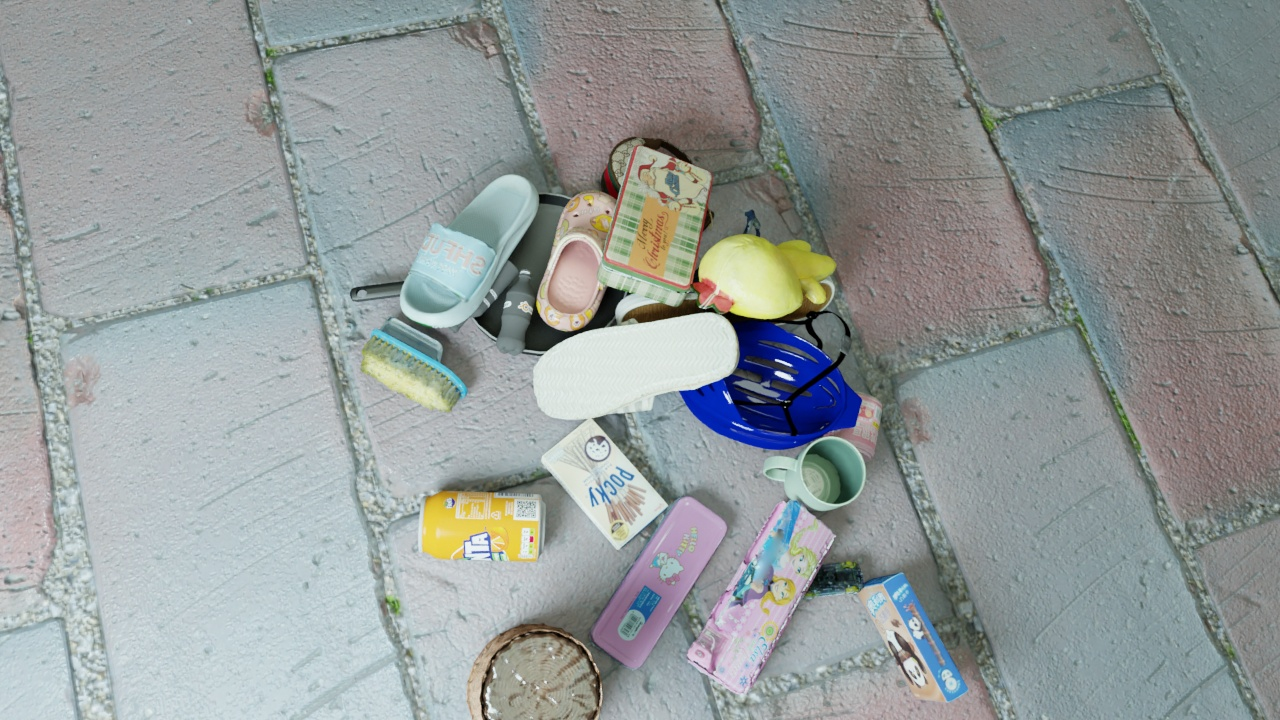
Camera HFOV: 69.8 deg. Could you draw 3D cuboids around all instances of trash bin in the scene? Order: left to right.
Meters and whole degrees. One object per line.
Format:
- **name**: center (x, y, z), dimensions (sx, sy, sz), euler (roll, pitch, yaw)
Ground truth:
- **trash bin**: center (-0.112, 0.355, 0.970), dimensions (0.151, 0.210, 0.151), euler (2, 73, -7)

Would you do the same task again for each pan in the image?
- **pan**: center (-0.192, -0.104, 1.192), dimensions (0.356, 0.034, 0.225), euler (-8, 74, -10)

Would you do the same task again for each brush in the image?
- **brush**: center (-0.273, 0.006, 1.139), dimensions (0.136, 0.056, 0.075), euler (29, 49, 1)

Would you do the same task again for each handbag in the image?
- **handbag**: center (0.030, -0.231, 1.253), dimensions (0.138, 0.063, 0.166), euler (-28, 77, -25)

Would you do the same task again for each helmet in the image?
- **helmet**: center (0.158, 0.011, 1.105), dimensions (0.241, 0.228, 0.147), euler (21, 63, 2)

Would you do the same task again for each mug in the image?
- **mug**: center (0.207, 0.142, 1.135), dimensions (0.111, 0.104, 0.084), euler (14, 72, -4)

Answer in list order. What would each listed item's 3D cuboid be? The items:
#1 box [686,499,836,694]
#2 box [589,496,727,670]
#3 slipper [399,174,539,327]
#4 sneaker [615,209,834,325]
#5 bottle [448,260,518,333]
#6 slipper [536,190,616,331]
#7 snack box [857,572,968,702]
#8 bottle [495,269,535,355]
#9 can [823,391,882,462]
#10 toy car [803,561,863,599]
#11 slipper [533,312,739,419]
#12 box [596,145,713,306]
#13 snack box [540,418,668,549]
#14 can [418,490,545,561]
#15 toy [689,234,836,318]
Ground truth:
- **box**: center (0.145, 0.275, 1.091), dimensions (0.085, 0.077, 0.230), euler (28, 71, 21)
- **box**: center (0.023, 0.265, 1.110), dimensions (0.076, 0.036, 0.213), euler (36, 72, 0)
- **slipper**: center (-0.215, -0.146, 1.132), dimensions (0.104, 0.074, 0.244), euler (21, 64, 26)
- **sneaker**: center (0.100, -0.106, 1.210), dimensions (0.294, 0.121, 0.127), euler (-12, 52, -14)
- **bottle**: center (-0.200, -0.079, 1.149), dimensions (0.030, 0.030, 0.112), euler (37, 72, 4)
- **slipper**: center (-0.070, -0.133, 1.161), dimensions (0.093, 0.082, 0.197), euler (18, 73, -4)
- **snack box**: center (0.323, 0.332, 1.102), dimensions (0.034, 0.087, 0.151), euler (-24, 78, -15)
- **bottle**: center (-0.154, -0.061, 1.148), dimensions (0.036, 0.036, 0.109), euler (11, 73, -4)
- **can**: center (0.273, 0.086, 1.181), dimensions (0.067, 0.067, 0.076), euler (17, 71, -3)
- **toy car**: center (0.230, 0.273, 1.137), dimensions (0.090, 0.027, 0.038), euler (-8, 65, 6)
- **slipper**: center (-0.007, 0.007, 1.115), dimensions (0.273, 0.054, 0.114), euler (-16, 89, 24)
- **box**: center (0.021, -0.171, 1.146), dimensions (0.117, 0.050, 0.205), euler (18, 57, -5)
- **snack box**: center (-0.045, 0.152, 1.139), dimensions (0.081, 0.026, 0.150), euler (-40, 81, -18)
- **can**: center (-0.184, 0.195, 1.078), dimensions (0.142, 0.079, 0.079), euler (3, 73, -7)
- **toy**: center (0.152, -0.107, 1.107), dimensions (0.207, 0.092, 0.134), euler (-13, 40, -44)
